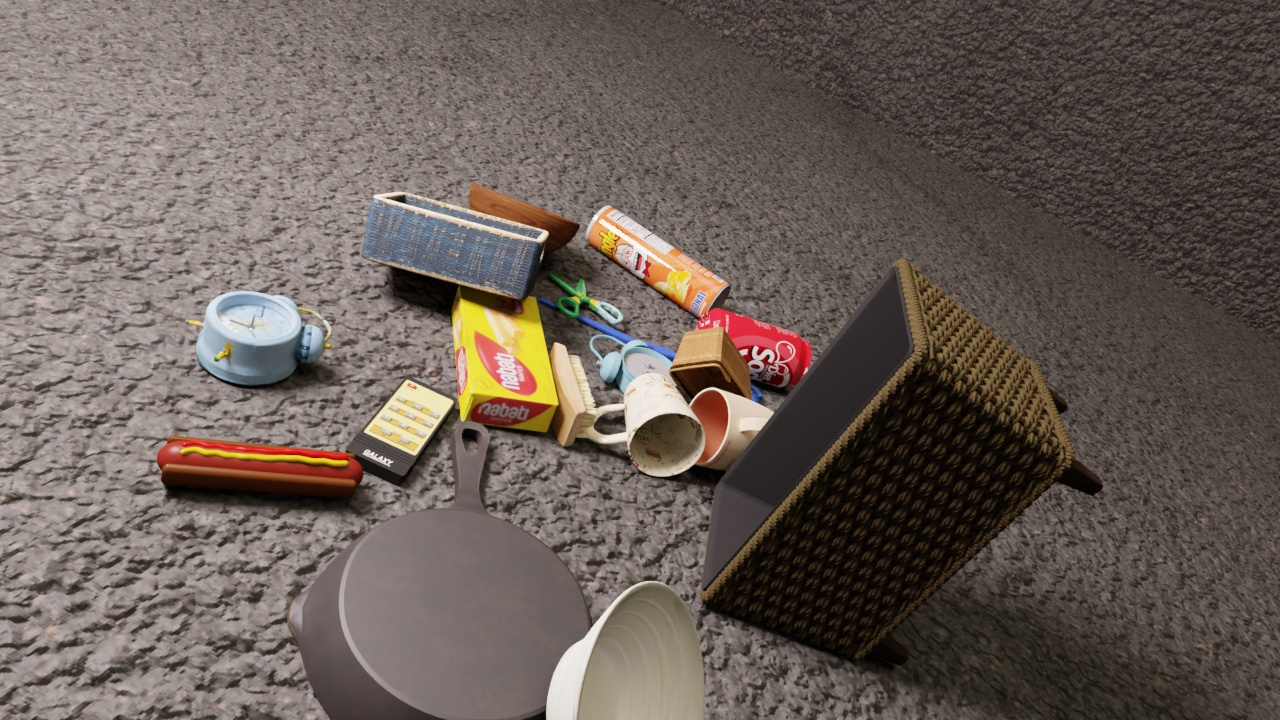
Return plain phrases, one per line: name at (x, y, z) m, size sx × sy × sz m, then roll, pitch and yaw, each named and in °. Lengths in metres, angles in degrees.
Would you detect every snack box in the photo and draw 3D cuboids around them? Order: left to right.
snack box at (-0.150, -0.007, 0.985) m, size 0.092 × 0.042 × 0.200 m, roll 10°, pitch 34°, yaw -22°

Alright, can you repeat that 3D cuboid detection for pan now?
pan at (-0.140, 0.159, 0.744) m, size 0.248 × 0.043 × 0.355 m, roll 15°, pitch 33°, yaw -18°

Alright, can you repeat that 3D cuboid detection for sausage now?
sausage at (-0.303, 0.086, 0.738) m, size 0.155 × 0.040 × 0.040 m, roll 9°, pitch 35°, yaw -25°

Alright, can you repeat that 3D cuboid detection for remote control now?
remote control at (-0.221, 0.062, 0.858) m, size 0.058 × 0.013 × 0.133 m, roll 25°, pitch 31°, yaw -3°

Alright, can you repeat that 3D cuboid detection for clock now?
clock at (-0.350, -0.025, 0.856) m, size 0.089 × 0.052 × 0.124 m, roll 42°, pitch 35°, yaw 27°
clock at (-0.007, 0.006, 1.072) m, size 0.123 × 0.042 × 0.087 m, roll 37°, pitch 33°, yaw 15°

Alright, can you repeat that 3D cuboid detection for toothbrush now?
toothbrush at (-0.042, -0.037, 1.145) m, size 0.187 × 0.011 × 0.016 m, roll 23°, pitch 31°, yaw -1°

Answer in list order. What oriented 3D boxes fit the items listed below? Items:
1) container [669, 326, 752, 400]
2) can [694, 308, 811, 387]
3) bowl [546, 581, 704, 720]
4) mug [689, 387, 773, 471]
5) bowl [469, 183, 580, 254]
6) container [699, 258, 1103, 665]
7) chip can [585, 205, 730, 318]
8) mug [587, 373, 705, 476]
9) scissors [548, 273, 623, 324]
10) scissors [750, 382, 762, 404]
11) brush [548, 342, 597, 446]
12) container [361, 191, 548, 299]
container at (0.084, 0.014, 1.043) m, size 0.114 × 0.063 × 0.061 m, roll 50°, pitch 40°, yaw -47°
can at (0.142, -0.015, 1.179) m, size 0.142 × 0.075 × 0.074 m, roll 16°, pitch 33°, yaw -16°
bowl at (-0.019, 0.245, 0.649) m, size 0.058 × 0.177 × 0.176 m, roll -5°, pitch 17°, yaw 31°
mug at (0.119, 0.080, 0.995) m, size 0.104 × 0.112 × 0.085 m, roll 17°, pitch 71°, yaw -34°
bowl at (-0.158, -0.170, 1.182) m, size 0.147 × 0.069 × 0.147 m, roll 21°, pitch 7°, yaw -3°
container at (0.228, 0.112, 0.835) m, size 0.205 × 0.322 × 0.176 m, roll 29°, pitch 31°, yaw -7°
chip can at (0.023, -0.136, 1.285) m, size 0.210 × 0.062 × 0.062 m, roll 35°, pitch 32°, yaw 15°
mug at (-0.001, 0.066, 0.977) m, size 0.122 × 0.081 × 0.097 m, roll -10°, pitch 32°, yaw -6°
scissors at (-0.069, -0.078, 1.172) m, size 0.119 × 0.012 × 0.128 m, roll 20°, pitch 26°, yaw -9°
scissors at (0.151, 0.066, 1.128) m, size 0.135 × 0.016 × 0.086 m, roll 45°, pitch 34°, yaw 25°
brush at (-0.076, 0.036, 0.968) m, size 0.039 × 0.049 × 0.117 m, roll 9°, pitch 35°, yaw -23°
container at (-0.206, -0.131, 1.045) m, size 0.187 × 0.071 × 0.145 m, roll 15°, pitch 11°, yaw -5°
